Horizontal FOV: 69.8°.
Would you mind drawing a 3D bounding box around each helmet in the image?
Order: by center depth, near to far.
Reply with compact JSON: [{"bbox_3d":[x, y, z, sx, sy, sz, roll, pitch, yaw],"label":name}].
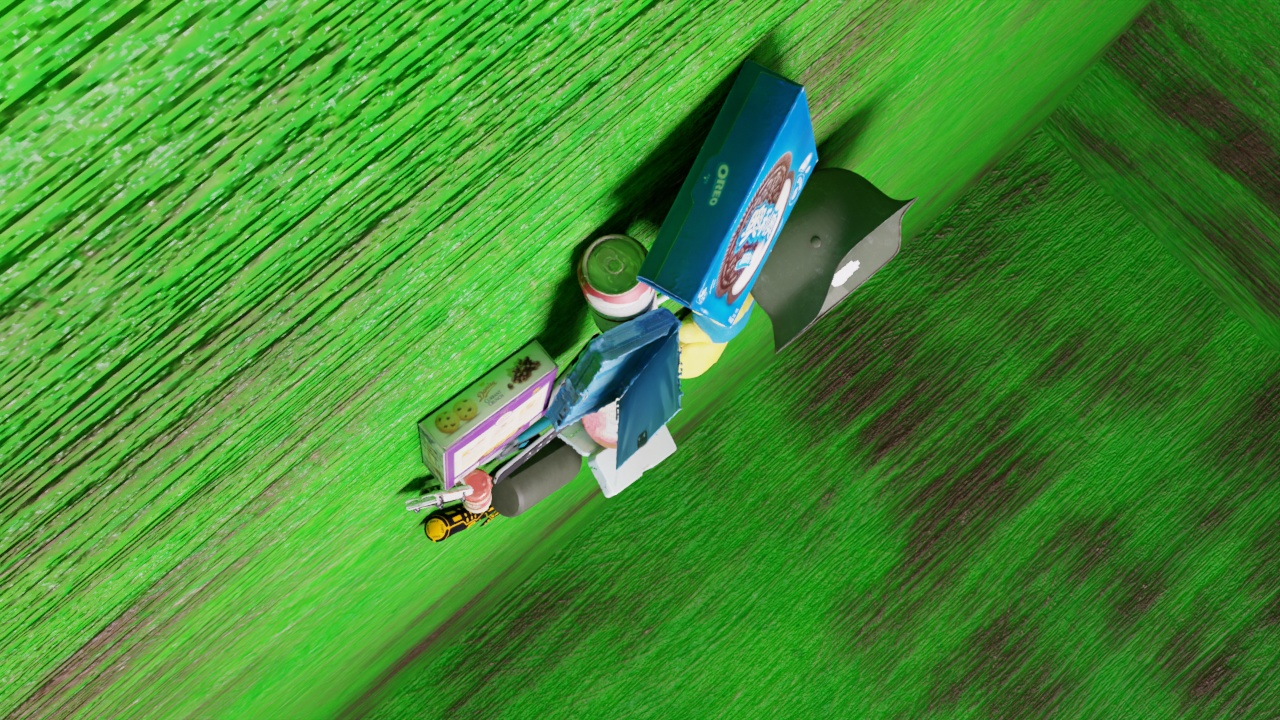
[{"bbox_3d":[0.222,-0.150,1.163,0.226,0.154,0.269,-34,172,-42],"label":"helmet"}]

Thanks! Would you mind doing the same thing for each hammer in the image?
[{"bbox_3d":[-0.241,0.224,1.359,0.123,0.036,0.320,-43,172,9],"label":"hammer"}]

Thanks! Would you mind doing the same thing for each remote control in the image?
[{"bbox_3d":[-0.138,0.114,1.229,0.146,0.008,0.045,-39,171,-28],"label":"remote control"}]

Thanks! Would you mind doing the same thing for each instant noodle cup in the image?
[{"bbox_3d":[-0.022,0.067,1.363,0.098,0.097,0.108,-47,176,29],"label":"instant noodle cup"}]

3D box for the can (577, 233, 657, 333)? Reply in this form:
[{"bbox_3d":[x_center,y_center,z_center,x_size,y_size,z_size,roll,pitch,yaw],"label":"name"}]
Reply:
[{"bbox_3d":[-0.019,-0.065,0.859,0.067,0.067,0.170,-41,170,-6],"label":"can"}]

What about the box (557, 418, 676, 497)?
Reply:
[{"bbox_3d":[-0.031,0.120,1.402,0.049,0.136,0.196,-48,168,32],"label":"box"}]

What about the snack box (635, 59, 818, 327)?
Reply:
[{"bbox_3d":[0.088,-0.135,0.829,0.195,0.056,0.238,-63,167,5],"label":"snack box"}]

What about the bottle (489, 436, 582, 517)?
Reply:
[{"bbox_3d":[-0.137,0.158,1.353,0.206,0.071,0.072,-29,164,-51],"label":"bottle"}]

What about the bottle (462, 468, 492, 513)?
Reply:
[{"bbox_3d":[-0.215,0.171,1.197,0.044,0.044,0.109,-39,170,-18],"label":"bottle"}]

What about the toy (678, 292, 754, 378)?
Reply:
[{"bbox_3d":[0.095,-0.042,1.352,0.148,0.084,0.215,-31,163,-41],"label":"toy"}]

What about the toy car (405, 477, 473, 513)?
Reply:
[{"bbox_3d":[-0.232,0.151,1.056,0.039,0.039,0.113,-17,172,9],"label":"toy car"}]

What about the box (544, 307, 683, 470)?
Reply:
[{"bbox_3d":[-0.017,0.044,0.914,0.094,0.102,0.232,-24,168,-24],"label":"box"}]

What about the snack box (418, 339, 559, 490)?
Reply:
[{"bbox_3d":[-0.156,0.059,0.944,0.143,0.040,0.148,-38,169,-22],"label":"snack box"}]

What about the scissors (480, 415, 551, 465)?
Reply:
[{"bbox_3d":[-0.158,0.104,1.195,0.127,0.019,0.153,-41,171,-11],"label":"scissors"}]

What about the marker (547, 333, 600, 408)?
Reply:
[{"bbox_3d":[-0.087,0.020,1.110,0.141,0.016,0.016,-47,169,30],"label":"marker"}]

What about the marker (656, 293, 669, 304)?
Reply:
[{"bbox_3d":[0.042,-0.088,1.161,0.151,0.011,0.011,-33,167,-39],"label":"marker"}]
